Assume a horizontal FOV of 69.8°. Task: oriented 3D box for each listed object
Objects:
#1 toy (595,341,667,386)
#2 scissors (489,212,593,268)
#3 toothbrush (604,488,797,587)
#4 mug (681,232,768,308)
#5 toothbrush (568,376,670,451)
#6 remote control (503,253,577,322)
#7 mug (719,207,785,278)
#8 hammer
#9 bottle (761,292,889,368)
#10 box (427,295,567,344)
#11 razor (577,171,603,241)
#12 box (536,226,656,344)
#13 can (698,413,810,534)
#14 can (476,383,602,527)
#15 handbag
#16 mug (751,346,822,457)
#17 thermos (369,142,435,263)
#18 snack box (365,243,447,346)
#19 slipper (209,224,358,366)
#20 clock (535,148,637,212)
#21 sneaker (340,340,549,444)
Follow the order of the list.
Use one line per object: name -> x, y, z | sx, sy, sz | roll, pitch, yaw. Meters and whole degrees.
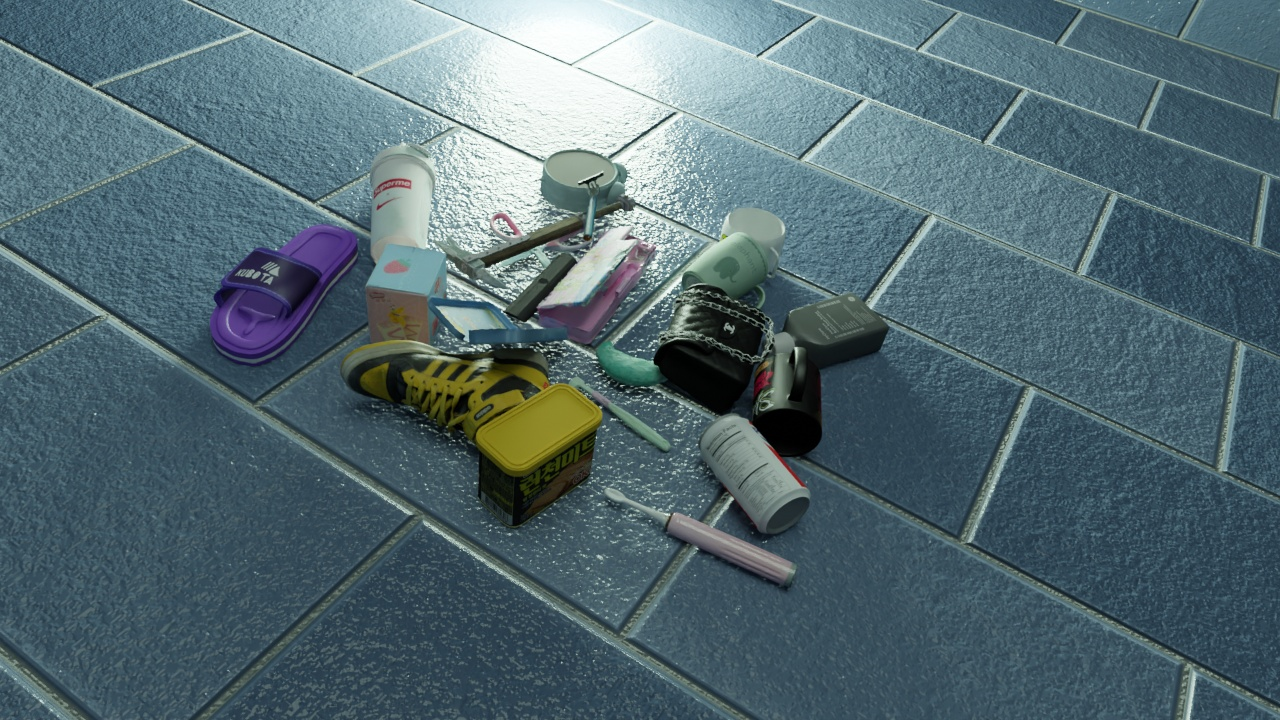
toy -> -0.007, 0.007, 1.165 | 0.105, 0.033, 0.084 | 14, 28, 1
scissors -> -0.147, -0.174, 1.346 | 0.176, 0.013, 0.170 | -19, 49, -28
toothbrush -> 0.061, 0.185, 0.985 | 0.223, 0.027, 0.027 | 22, 63, 13
mug -> 0.124, -0.108, 1.287 | 0.103, 0.084, 0.111 | -35, 86, -26
toothbrush -> -0.025, 0.064, 1.108 | 0.155, 0.015, 0.022 | 34, 48, 23
remote control -> -0.136, -0.100, 1.259 | 0.033, 0.015, 0.146 | 26, 49, 14
mug -> 0.170, -0.169, 1.362 | 0.094, 0.068, 0.115 | -14, 47, -25
hammer -> -0.124, -0.183, 1.324 | 0.315, 0.028, 0.147 | -29, 50, -35
bottle -> 0.243, -0.034, 1.246 | 0.173, 0.046, 0.083 | -16, 48, -27
box -> -0.168, -0.038, 1.097 | 0.125, 0.043, 0.209 | 19, 5, 11
razor -> -0.073, -0.223, 1.343 | 0.042, 0.022, 0.143 | -19, 45, 20
box -> -0.056, -0.121, 1.263 | 0.085, 0.071, 0.229 | 22, 44, 13
can -> 0.126, 0.126, 1.029 | 0.070, 0.070, 0.132 | -17, 49, -27
can -> -0.110, 0.103, 0.984 | 0.072, 0.101, 0.130 | 37, 48, 26
handbag -> 0.094, -0.034, 1.152 | 0.125, 0.115, 0.153 | 28, 45, -5
mug -> 0.179, 0.040, 1.097 | 0.082, 0.118, 0.098 | 10, 42, 1
thermos -> -0.337, -0.220, 1.302 | 0.099, 0.100, 0.220 | 0, 47, -12
snack box -> -0.292, -0.079, 1.153 | 0.079, 0.095, 0.092 | 9, 43, -2
slipper -> -0.453, -0.114, 1.166 | 0.107, 0.084, 0.265 | 17, 42, 7
clock -> -0.084, -0.286, 1.458 | 0.159, 0.045, 0.122 | 6, 43, -2
sneaker -> -0.214, 0.045, 1.036 | 0.238, 0.086, 0.122 | 0, 39, -16
